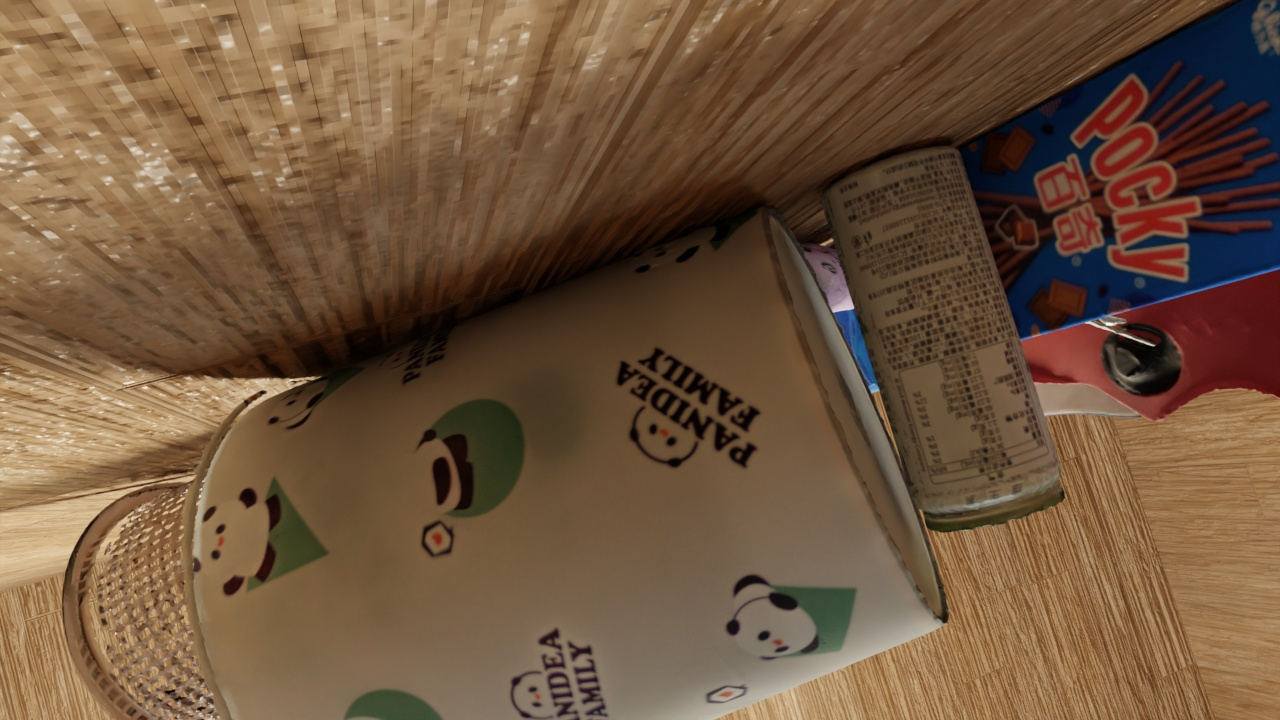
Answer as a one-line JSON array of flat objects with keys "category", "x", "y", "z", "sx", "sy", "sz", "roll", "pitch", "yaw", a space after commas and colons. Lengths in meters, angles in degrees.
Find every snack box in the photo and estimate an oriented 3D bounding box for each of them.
[{"category": "snack box", "x": 0.177, "y": -0.061, "z": 0.342, "sx": 0.026, "sy": 0.084, "sz": 0.157, "roll": -15, "pitch": 175, "yaw": -30}]

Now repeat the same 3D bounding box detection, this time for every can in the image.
[{"category": "can", "x": 0.121, "y": -0.009, "z": 0.371, "sx": 0.058, "sy": 0.146, "sz": 0.058, "roll": -16, "pitch": 176, "yaw": -1}]

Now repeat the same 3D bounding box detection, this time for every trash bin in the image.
[{"category": "trash bin", "x": -0.019, "y": 0.068, "z": 0.411, "sx": 0.252, "sy": 0.229, "sz": 0.229, "roll": -23, "pitch": 174, "yaw": 17}, {"category": "trash bin", "x": -0.273, "y": 0.156, "z": 0.696, "sx": 0.192, "sy": 0.227, "sz": 0.227, "roll": -32, "pitch": 170, "yaw": 22}]

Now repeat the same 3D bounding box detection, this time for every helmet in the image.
[{"category": "helmet", "x": 0.323, "y": -0.063, "z": 0.531, "sx": 0.240, "sy": 0.144, "sz": 0.206, "roll": 5, "pitch": -155, "yaw": 37}]

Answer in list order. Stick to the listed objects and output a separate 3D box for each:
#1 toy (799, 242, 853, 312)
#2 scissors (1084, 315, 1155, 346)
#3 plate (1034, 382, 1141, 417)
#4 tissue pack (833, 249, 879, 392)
[{"category": "toy", "x": 0.096, "y": -0.043, "z": 0.499, "sx": 0.084, "sy": 0.039, "sz": 0.107, "roll": 18, "pitch": -168, "yaw": 33}, {"category": "scissors", "x": 0.181, "y": -0.040, "z": 0.490, "sx": 0.162, "sy": 0.012, "sz": 0.176, "roll": 20, "pitch": -174, "yaw": -8}, {"category": "plate", "x": 0.313, "y": -0.023, "z": 0.680, "sx": 0.205, "sy": 0.046, "sz": 0.204, "roll": -9, "pitch": -155, "yaw": 4}, {"category": "tissue pack", "x": 0.154, "y": -0.028, "z": 0.625, "sx": 0.052, "sy": 0.095, "sz": 0.157, "roll": -24, "pitch": 174, "yaw": 19}]
